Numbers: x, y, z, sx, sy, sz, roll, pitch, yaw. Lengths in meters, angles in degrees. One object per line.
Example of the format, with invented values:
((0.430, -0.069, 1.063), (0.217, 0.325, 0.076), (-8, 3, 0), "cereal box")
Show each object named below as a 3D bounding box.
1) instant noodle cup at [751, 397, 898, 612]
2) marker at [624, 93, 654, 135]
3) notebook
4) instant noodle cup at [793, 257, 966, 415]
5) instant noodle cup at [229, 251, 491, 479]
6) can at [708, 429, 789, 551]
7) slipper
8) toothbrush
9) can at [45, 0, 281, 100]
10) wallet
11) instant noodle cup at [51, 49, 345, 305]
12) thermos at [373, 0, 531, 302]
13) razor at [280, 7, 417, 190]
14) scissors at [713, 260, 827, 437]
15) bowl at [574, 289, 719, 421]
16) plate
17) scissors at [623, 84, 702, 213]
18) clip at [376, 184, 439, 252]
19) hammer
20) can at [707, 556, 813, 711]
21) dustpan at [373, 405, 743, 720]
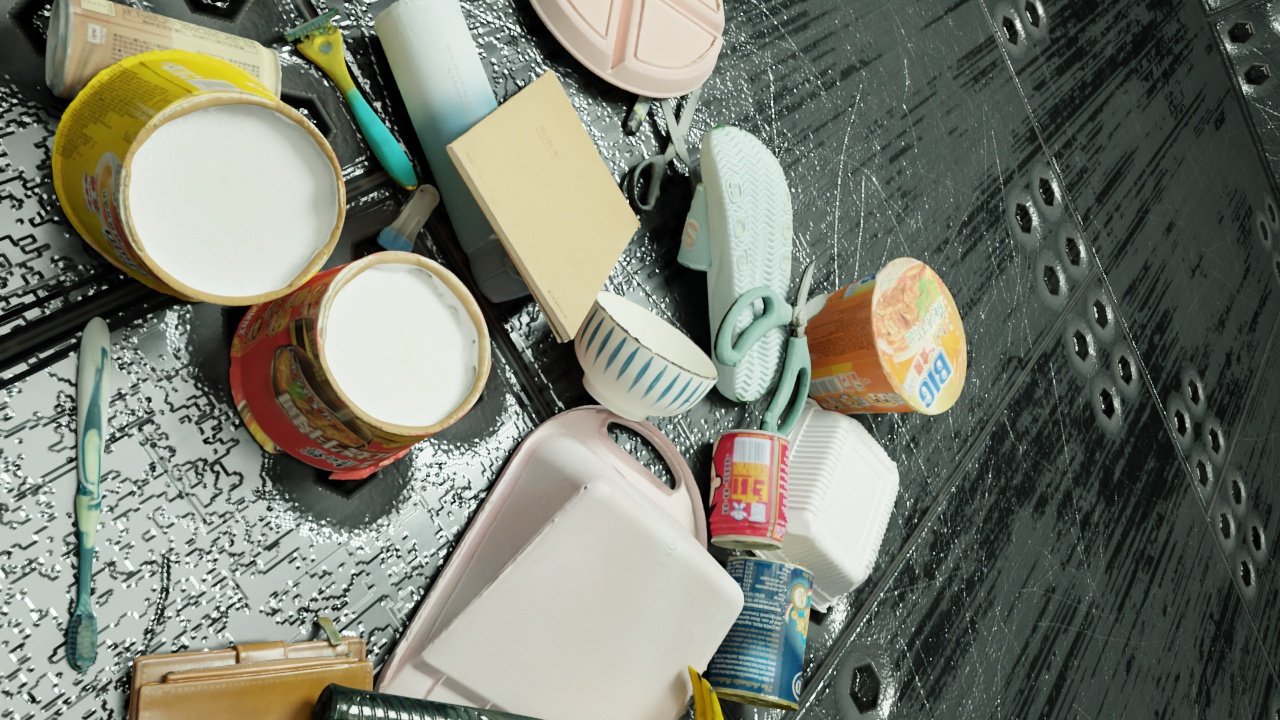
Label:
((0.180, 0.131, 0.858), (0.138, 0.060, 0.173), (45, 53, -23), "instant noodle cup")
((0.010, -0.254, 0.838), (0.018, 0.015, 0.124), (35, 62, -28), "marker")
((-0.063, -0.124, 0.682), (0.149, 0.012, 0.210), (60, 26, -20), "notebook")
((0.229, -0.014, 0.898), (0.151, 0.112, 0.151), (11, 72, -38), "instant noodle cup")
((-0.165, -0.003, 0.564), (0.137, 0.109, 0.137), (12, 71, -38), "instant noodle cup")
((0.093, 0.112, 0.782), (0.066, 0.067, 0.093), (19, 67, -36), "can")
((0.083, -0.085, 0.823), (0.103, 0.074, 0.245), (-13, 104, -46), "slipper")
((-0.297, 0.069, 0.495), (0.016, 0.018, 0.191), (5, 76, -39), "toothbrush")
((-0.279, -0.172, 0.541), (0.116, 0.059, 0.058), (5, 76, -39), "can")
((-0.216, 0.209, 0.517), (0.130, 0.035, 0.119), (9, 73, -41), "wallet")
((-0.230, -0.094, 0.497), (0.137, 0.110, 0.138), (-15, 116, -34), "instant noodle cup")
((-0.122, -0.150, 0.663), (0.070, 0.070, 0.220), (-24, 94, -41), "thermos")
((-0.193, -0.176, 0.635), (0.043, 0.028, 0.132), (-35, 100, -16), "razor")
((0.124, 0.000, 0.814), (0.169, 0.019, 0.181), (-29, 118, -43), "scissors")
((-0.004, 0.004, 0.713), (0.116, 0.116, 0.066), (25, 108, -34), "bowl")
((-0.011, -0.342, 0.814), (0.229, 0.028, 0.229), (14, 65, -33), "plate")
((0.030, -0.195, 0.833), (0.159, 0.014, 0.181), (-37, 107, -40), "scissors")
((-0.165, -0.099, 0.651), (0.024, 0.027, 0.056), (35, 70, -26), "clip")
((-0.061, 0.245, 0.591), (0.300, 0.033, 0.129), (23, 92, -32), "hammer")
((0.099, 0.223, 0.755), (0.075, 0.075, 0.111), (28, 62, -32), "can")
((-0.045, 0.176, 0.690), (0.273, 0.139, 0.222), (-48, 116, -7), "dustpan")
